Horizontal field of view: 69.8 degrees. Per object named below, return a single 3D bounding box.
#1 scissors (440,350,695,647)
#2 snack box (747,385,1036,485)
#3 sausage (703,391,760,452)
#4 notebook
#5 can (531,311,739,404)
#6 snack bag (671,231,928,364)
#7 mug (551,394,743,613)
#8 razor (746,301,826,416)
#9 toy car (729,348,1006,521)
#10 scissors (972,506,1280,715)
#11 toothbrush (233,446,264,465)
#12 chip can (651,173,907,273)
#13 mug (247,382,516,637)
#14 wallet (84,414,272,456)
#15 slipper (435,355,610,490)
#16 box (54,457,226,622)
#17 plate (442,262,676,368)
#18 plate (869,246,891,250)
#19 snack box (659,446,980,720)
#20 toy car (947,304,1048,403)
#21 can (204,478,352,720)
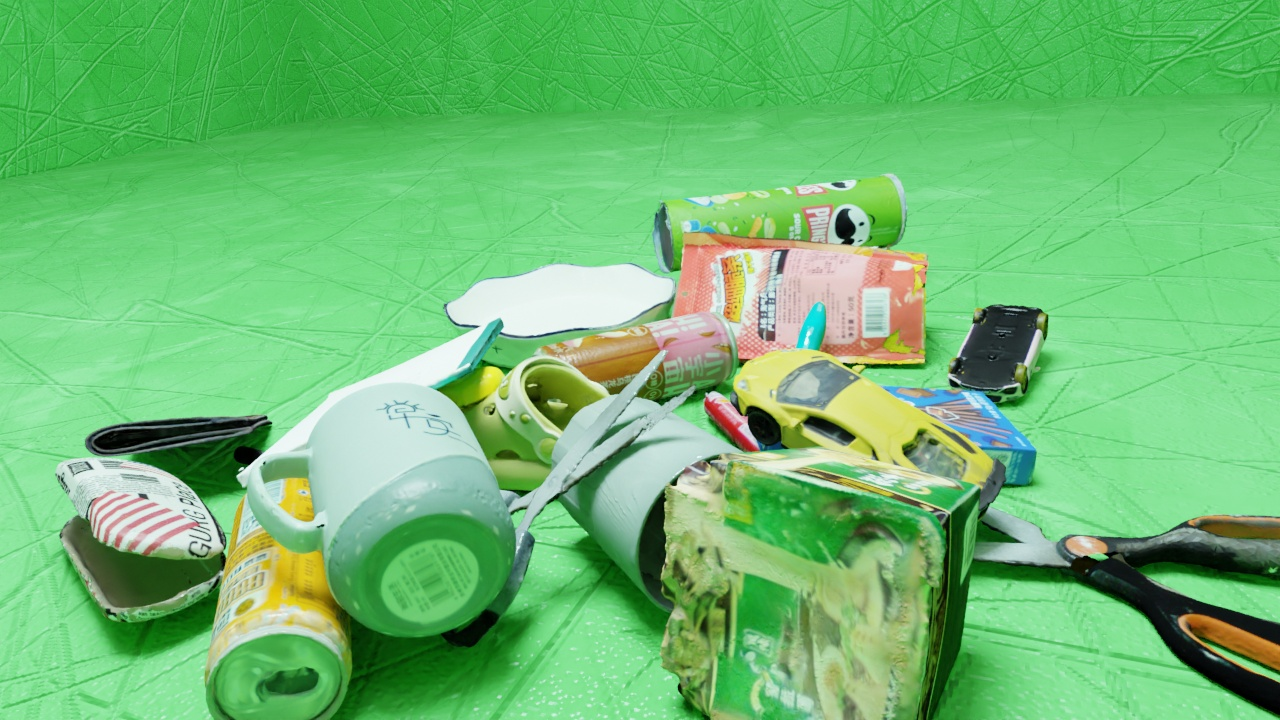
[{"bbox_3d":[-0.047,0.068,0.456,0.160,0.014,0.171,-13,44,40],"label":"scissors"},{"bbox_3d":[0.149,0.042,0.566,0.157,0.026,0.084,4,21,-3],"label":"snack box"},{"bbox_3d":[0.073,0.052,0.591,0.020,0.020,0.156,-10,23,-16],"label":"sausage"},{"bbox_3d":[-0.168,0.018,0.619,0.150,0.012,0.209,-25,11,1],"label":"notebook"},{"bbox_3d":[-0.004,0.004,0.677,0.147,0.058,0.058,-13,23,-22],"label":"can"},{"bbox_3d":[0.128,-0.049,0.754,0.208,0.073,0.128,3,62,14],"label":"snack bag"},{"bbox_3d":[0.025,0.074,0.484,0.123,0.084,0.103,15,8,-33],"label":"mug"},{"bbox_3d":[0.114,0.001,0.670,0.043,0.028,0.132,5,41,27],"label":"razor"},{"bbox_3d":[0.117,0.039,0.496,0.156,0.041,0.071,36,50,29],"label":"toy car"},{"bbox_3d":[0.236,0.099,0.436,0.221,0.022,0.223,-6,22,-5],"label":"scissors"},{"bbox_3d":[-0.180,0.075,0.576,0.213,0.026,0.027,7,-6,29],"label":"toothbrush"},{"bbox_3d":[0.133,-0.131,0.884,0.236,0.072,0.072,-8,22,-9],"label":"chip can"},{"bbox_3d":[-0.120,0.067,0.422,0.111,0.082,0.106,8,22,-27],"label":"mug"},{"bbox_3d":[-0.308,0.048,0.626,0.096,0.020,0.122,-6,-1,-16],"label":"wallet"},{"bbox_3d":[-0.063,0.033,0.582,0.191,0.082,0.091,6,25,18],"label":"slipper"},{"bbox_3d":[-0.274,0.080,0.503,0.074,0.079,0.164,-15,17,-36],"label":"box"},{"bbox_3d":[-0.069,-0.042,0.828,0.205,0.046,0.204,-5,21,2],"label":"plate"},{"bbox_3d":[0.160,-0.087,0.913,0.162,0.034,0.265,4,22,20],"label":"plate"},{"bbox_3d":[0.085,0.090,0.380,0.118,0.118,0.105,12,17,37],"label":"snack box"},{"bbox_3d":[0.266,-0.004,0.680,0.056,0.037,0.122,7,36,33],"label":"toy car"},{"bbox_3d":[-0.169,0.110,0.437,0.058,0.058,0.146,-10,22,-15],"label":"can"}]
